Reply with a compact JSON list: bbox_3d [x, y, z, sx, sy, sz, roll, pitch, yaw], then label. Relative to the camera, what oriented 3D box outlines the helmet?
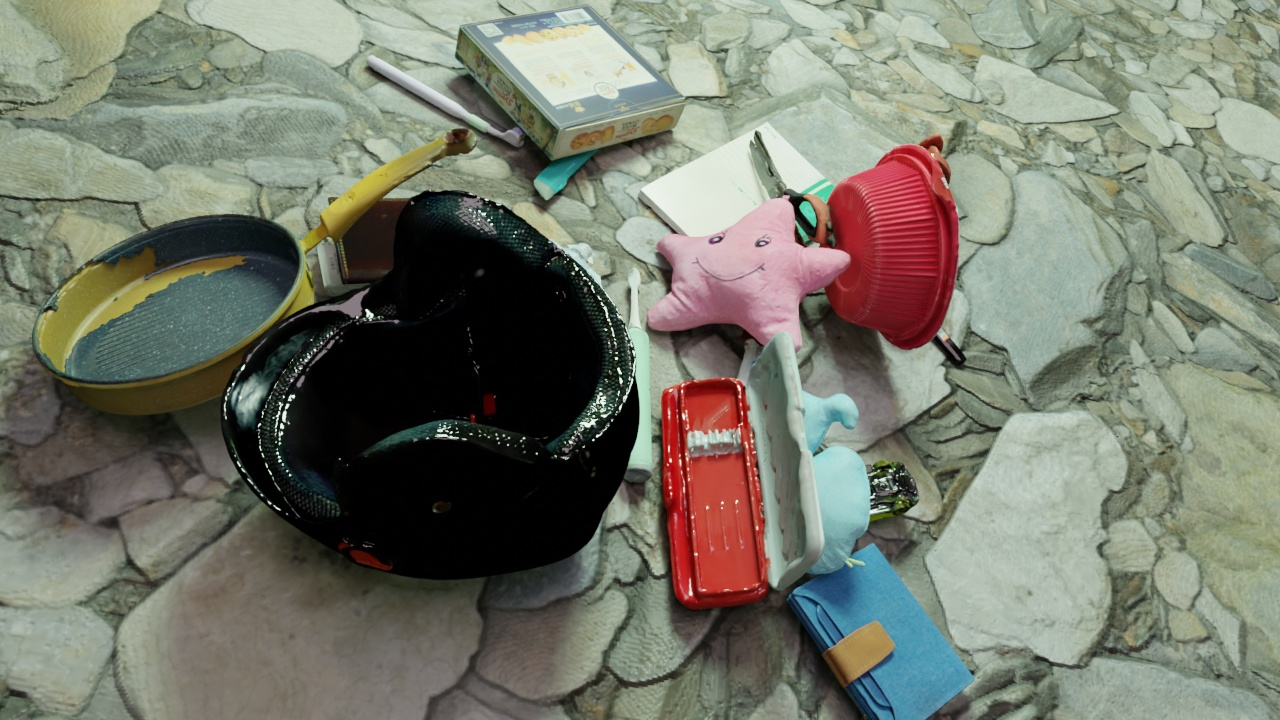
[{"bbox_3d":[-0.132,0.038,0.637,0.275,0.230,0.233,-7,48,8],"label":"helmet"}]

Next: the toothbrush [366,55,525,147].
[{"bbox_3d":[-0.205,-0.272,0.955,0.189,0.029,0.021,29,91,6],"label":"toothbrush"}]

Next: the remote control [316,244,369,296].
[{"bbox_3d":[-0.222,-0.088,0.821,0.124,0.024,0.049,-10,59,-21],"label":"remote control"}]

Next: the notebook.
[{"bbox_3d":[0.120,-0.171,0.986,0.208,0.012,0.150,-34,72,-32],"label":"notebook"}]

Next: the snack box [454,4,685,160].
[{"bbox_3d":[-0.074,-0.304,0.987,0.177,0.046,0.182,-25,65,-36],"label":"snack box"}]

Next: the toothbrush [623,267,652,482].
[{"bbox_3d":[-0.005,0.005,0.819,0.026,0.027,0.224,-10,55,12],"label":"toothbrush"}]

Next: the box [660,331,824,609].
[{"bbox_3d":[0.084,0.088,0.732,0.073,0.155,0.200,32,43,-39],"label":"box"}]

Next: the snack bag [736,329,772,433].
[{"bbox_3d":[0.103,0.018,0.841,0.048,0.026,0.104,23,52,-8],"label":"snack bag"}]

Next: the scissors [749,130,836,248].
[{"bbox_3d":[0.151,-0.170,0.936,0.015,0.192,0.207,-3,88,-17],"label":"scissors"}]

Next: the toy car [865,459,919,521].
[{"bbox_3d":[0.187,0.119,0.793,0.105,0.032,0.048,-11,58,-9],"label":"toy car"}]

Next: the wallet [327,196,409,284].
[{"bbox_3d":[-0.208,-0.108,0.812,0.122,0.020,0.096,-5,58,-23],"label":"wallet"}]

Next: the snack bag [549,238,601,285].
[{"bbox_3d":[-0.081,-0.038,0.819,0.110,0.039,0.190,-4,56,-13],"label":"snack bag"}]

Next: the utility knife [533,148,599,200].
[{"bbox_3d":[-0.062,-0.219,0.964,0.029,0.013,0.179,33,50,4],"label":"utility knife"}]

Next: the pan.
[{"bbox_3d":[-0.283,-0.085,0.710,0.356,0.078,0.197,-26,47,-18],"label":"pan"}]

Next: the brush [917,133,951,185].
[{"bbox_3d":[0.270,-0.172,0.945,0.063,0.146,0.069,18,67,-5],"label":"brush"}]

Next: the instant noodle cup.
[{"bbox_3d":[0.220,-0.105,0.858,0.065,0.194,0.193,-3,57,-12],"label":"instant noodle cup"}]

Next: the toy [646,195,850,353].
[{"bbox_3d":[0.094,-0.089,0.864,0.195,0.075,0.178,15,62,31],"label":"toy"}]

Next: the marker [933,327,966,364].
[{"bbox_3d":[0.291,-0.045,0.947,0.018,0.015,0.124,-24,69,-34],"label":"marker"}]

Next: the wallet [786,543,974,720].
[{"bbox_3d":[0.187,0.219,0.722,0.106,0.040,0.133,-20,63,-32],"label":"wallet"}]

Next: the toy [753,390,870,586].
[{"bbox_3d":[0.138,0.105,0.753,0.161,0.050,0.156,-52,40,2],"label":"toy"}]
